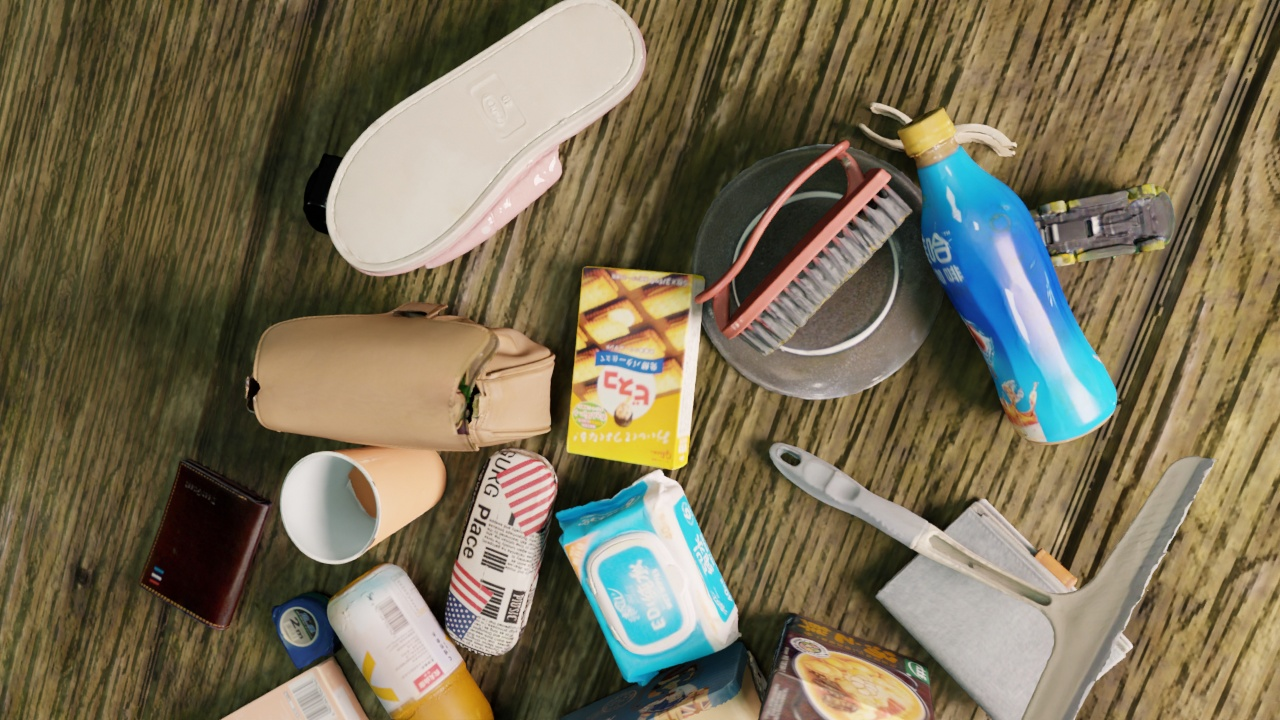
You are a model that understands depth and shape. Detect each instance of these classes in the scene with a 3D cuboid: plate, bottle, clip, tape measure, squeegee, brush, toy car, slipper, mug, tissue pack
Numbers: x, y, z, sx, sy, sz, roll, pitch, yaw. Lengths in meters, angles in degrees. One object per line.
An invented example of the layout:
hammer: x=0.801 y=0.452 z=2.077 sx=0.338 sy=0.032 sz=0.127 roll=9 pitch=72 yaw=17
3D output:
plate: x=0.121 y=-0.061 z=0.641 sx=0.179 sy=0.024 sz=0.179 roll=1 pitch=95 yaw=14
bottle: x=-0.170 y=0.250 z=0.716 sx=0.068 sy=0.068 sz=0.189 roll=-36 pitch=85 yaw=14
clip: x=0.205 y=-0.148 z=0.609 sx=0.093 sy=0.035 sz=0.103 roll=-38 pitch=76 yaw=18
tape measure: x=-0.231 y=-0.124 z=0.711 sx=0.039 sy=0.058 sz=0.057 roll=13 pitch=74 yaw=12
tape measure: x=-0.275 y=0.221 z=0.764 sx=0.054 sy=0.025 sz=0.058 roll=-28 pitch=91 yaw=13
bottle: x=0.222 y=-0.053 z=0.568 sx=0.065 sy=0.065 sz=0.219 roll=-27 pitch=102 yaw=15
squeegee: x=0.191 y=0.118 z=0.606 sx=0.247 sy=0.039 sz=0.246 roll=27 pitch=76 yaw=32
brush: x=0.102 y=-0.071 z=0.601 sx=0.069 sy=0.063 sz=0.146 roll=42 pitch=104 yaw=-3
toy car: x=0.290 y=-0.085 z=0.588 sx=0.091 sy=0.036 sz=0.043 roll=-8 pitch=91 yaw=16
slipper: x=-0.114 y=-0.163 z=0.678 sx=0.274 sy=0.054 sz=0.114 roll=-39 pitch=87 yaw=3
mug: x=-0.197 y=0.098 z=0.684 sx=0.078 sy=0.122 sz=0.078 roll=1 pitch=93 yaw=15
tissue pack: x=0.005 y=0.158 z=0.666 sx=0.090 sy=0.063 sz=0.140 roll=-25 pitch=87 yaw=15

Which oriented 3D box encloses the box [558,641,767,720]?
box: x=0.005 y=0.272 z=0.661 sx=0.184 sy=0.089 sz=0.059 roll=-25 pitch=89 yaw=10

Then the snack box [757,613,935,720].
snack box: x=0.146 y=0.229 z=0.609 sx=0.126 sy=0.113 sz=0.053 roll=18 pitch=98 yaw=12

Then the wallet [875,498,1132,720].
wallet: x=0.242 y=0.172 z=0.617 sx=0.107 sy=0.037 sz=0.129 roll=-47 pitch=70 yaw=12

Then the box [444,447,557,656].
box: x=-0.106 y=0.147 z=0.710 sx=0.071 sy=0.057 sz=0.164 roll=21 pitch=98 yaw=29

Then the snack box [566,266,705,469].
snack box: x=-0.004 y=0.004 z=0.667 sx=0.087 sy=0.033 sz=0.140 roll=7 pitch=96 yaw=23

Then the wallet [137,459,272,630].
wallet: x=-0.375 y=0.158 z=0.790 sx=0.096 sy=0.020 sz=0.122 roll=23 pitch=97 yaw=12

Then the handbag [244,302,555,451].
handbag: x=-0.168 y=0.010 z=0.657 sx=0.205 sy=0.147 sz=0.100 roll=3 pitch=96 yaw=10

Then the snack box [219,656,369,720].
snack box: x=-0.305 y=0.323 z=0.778 sx=0.157 sy=0.026 sz=0.084 roll=-31 pitch=86 yaw=15
